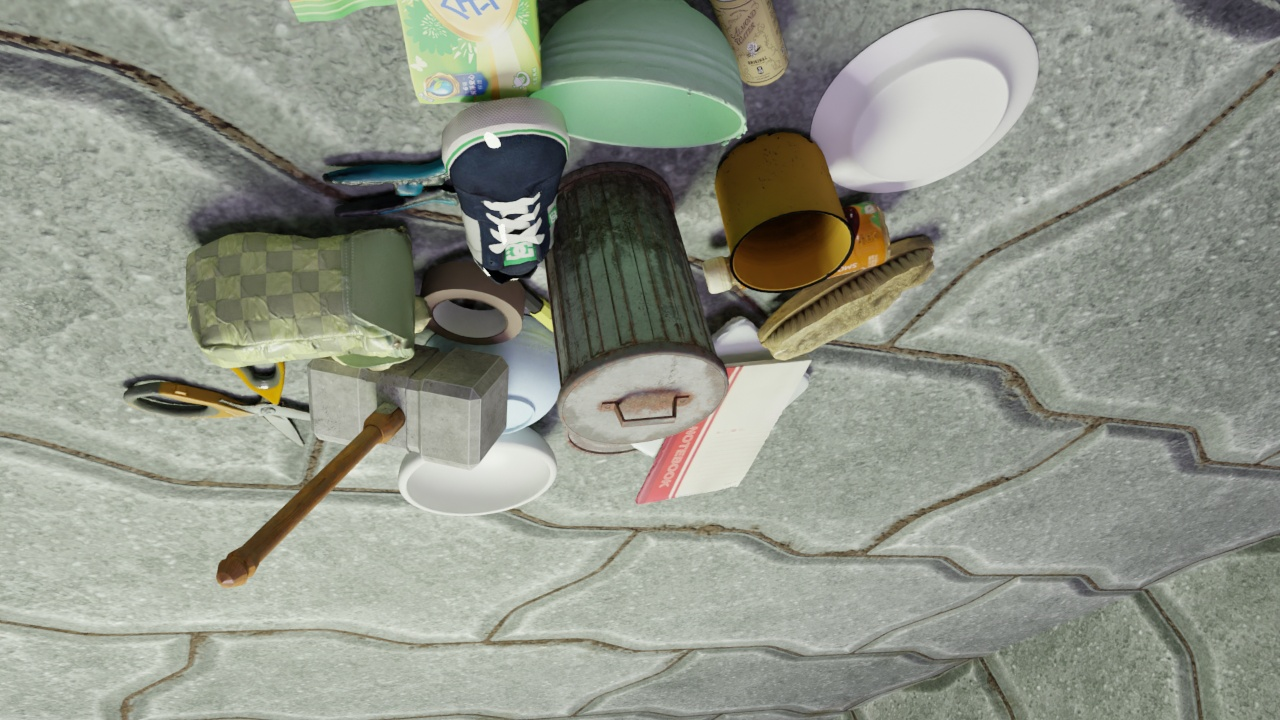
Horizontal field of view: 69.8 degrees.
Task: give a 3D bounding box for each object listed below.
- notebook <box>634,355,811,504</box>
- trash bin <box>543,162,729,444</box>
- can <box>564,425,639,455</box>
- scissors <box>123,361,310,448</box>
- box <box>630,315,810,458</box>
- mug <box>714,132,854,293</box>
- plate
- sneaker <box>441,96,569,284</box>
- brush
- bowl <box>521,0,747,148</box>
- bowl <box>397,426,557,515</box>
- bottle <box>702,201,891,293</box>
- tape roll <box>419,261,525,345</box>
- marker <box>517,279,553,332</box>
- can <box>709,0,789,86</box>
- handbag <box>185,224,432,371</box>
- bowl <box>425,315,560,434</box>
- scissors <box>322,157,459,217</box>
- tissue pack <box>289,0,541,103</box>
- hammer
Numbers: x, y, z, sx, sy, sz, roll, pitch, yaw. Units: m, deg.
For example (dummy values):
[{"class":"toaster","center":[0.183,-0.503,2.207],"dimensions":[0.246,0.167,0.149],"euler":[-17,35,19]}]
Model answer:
[{"class":"notebook","center":[0.090,0.080,1.021],"dimensions":[0.152,0.012,0.209],"euler":[-5,135,-34]},{"class":"trash bin","center":[-0.012,-0.040,0.738],"dimensions":[0.131,0.210,0.131],"euler":[-8,147,-6]},{"class":"can","center":[-0.024,0.057,1.035],"dimensions":[0.130,0.044,0.130],"euler":[-8,147,-6]},{"class":"scissors","center":[-0.399,0.043,0.922],"dimensions":[0.216,0.016,0.226],"euler":[-8,149,-6]},{"class":"box","center":[0.089,0.050,1.021],"dimensions":[0.189,0.037,0.208],"euler":[-39,144,10]},{"class":"mug","center":[0.124,-0.120,0.766],"dimensions":[0.123,0.094,0.101],"euler":[20,138,-37]},{"class":"plate","center":[0.234,-0.200,0.754],"dimensions":[0.188,0.016,0.189],"euler":[-8,147,-6]},{"class":"sneaker","center":[-0.090,-0.109,0.646],"dimensions":[0.084,0.079,0.235],"euler":[-11,172,-10]},{"class":"brush","center":[0.207,-0.061,0.922],"dimensions":[0.196,0.043,0.059],"euler":[-30,145,15]},{"class":"bowl","center":[-0.001,-0.195,0.609],"dimensions":[0.151,0.077,0.151],"euler":[5,179,0]},{"class":"bowl","center":[-0.185,0.110,1.043],"dimensions":[0.176,0.066,0.177],"euler":[-8,147,-6]},{"class":"bottle","center":[0.141,-0.097,0.840],"dimensions":[0.167,0.059,0.059],"euler":[-15,147,5]},{"class":"tape roll","center":[-0.151,-0.050,0.826],"dimensions":[0.094,0.030,0.094],"euler":[3,151,1]},{"class":"marker","center":[-0.103,-0.056,0.860],"dimensions":[0.021,0.017,0.124],"euler":[22,167,38]},{"class":"can","center":[0.075,-0.232,0.635],"dimensions":[0.038,0.038,0.079],"euler":[-20,146,13]},{"class":"handbag","center":[-0.269,-0.046,0.757],"dimensions":[0.186,0.113,0.117],"euler":[-4,160,-7]},{"class":"bowl","center":[-0.144,0.027,0.923],"dimensions":[0.150,0.074,0.151],"euler":[-8,147,-5]},{"class":"scissors","center":[-0.175,-0.139,0.715],"dimensions":[0.143,0.019,0.127],"euler":[20,135,-42]},{"class":"tissue pack","center":[-0.133,-0.242,0.492],"dimensions":[0.141,0.120,0.198],"euler":[-8,141,-8]},{"class":"hammer","center":[-0.236,0.080,0.734],"dimensions":[0.163,0.316,0.083],"euler":[10,116,9]}]
